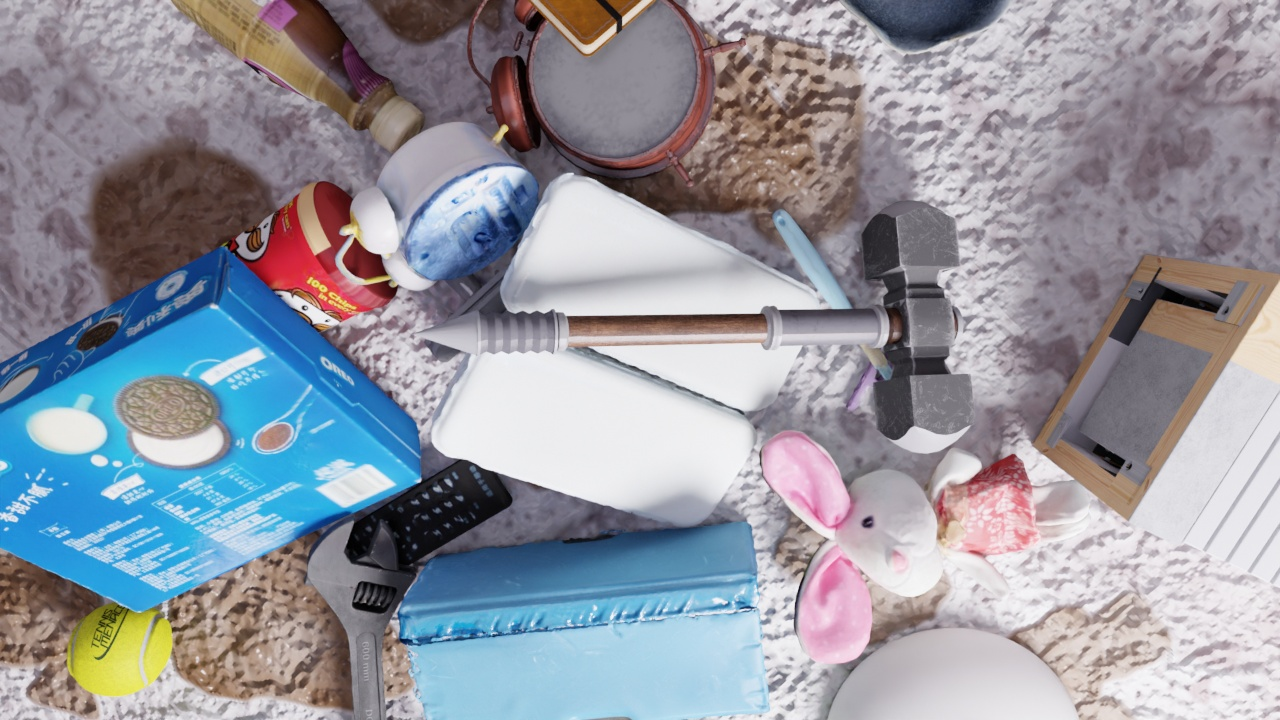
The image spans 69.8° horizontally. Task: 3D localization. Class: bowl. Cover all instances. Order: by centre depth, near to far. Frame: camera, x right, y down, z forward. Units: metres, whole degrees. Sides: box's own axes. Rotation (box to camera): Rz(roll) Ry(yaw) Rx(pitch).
[{"bbox_3d":[0.163,-0.235,0.537,0.110,0.055,0.110,1,101,3],"label":"bowl"},{"bbox_3d":[0.219,0.277,0.627,0.176,0.066,0.177,1,101,4],"label":"bowl"}]

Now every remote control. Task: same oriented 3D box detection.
[{"bbox_3d":[-0.161,0.116,0.648,0.150,0.022,0.047,-30,98,11],"label":"remote control"}]

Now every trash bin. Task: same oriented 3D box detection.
[{"bbox_3d":[0.397,0.060,0.532,0.247,0.142,0.142,25,102,-1],"label":"trash bin"}]

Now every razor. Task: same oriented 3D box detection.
[{"bbox_3d":[-0.132,-0.071,0.601,0.088,0.047,0.116,-40,88,10],"label":"razor"}]

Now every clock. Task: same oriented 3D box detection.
[{"bbox_3d":[-0.119,-0.084,0.534,0.125,0.089,0.052,-36,70,-7],"label":"clock"},{"bbox_3d":[-0.027,-0.174,0.554,0.157,0.072,0.121,21,101,-1],"label":"clock"}]

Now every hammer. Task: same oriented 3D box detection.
[{"bbox_3d":[0.039,-0.018,0.526,0.322,0.043,0.156,-2,84,-15],"label":"hammer"}]

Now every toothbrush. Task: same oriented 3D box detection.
[{"bbox_3d":[0.132,-0.033,0.590,0.022,0.016,0.155,-35,89,29],"label":"toothbrush"}]

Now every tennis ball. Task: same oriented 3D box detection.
[{"bbox_3d":[-0.371,0.205,0.656,0.065,0.065,0.065,1,101,4],"label":"tennis ball"}]

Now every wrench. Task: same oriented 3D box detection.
[{"bbox_3d":[-0.195,0.233,0.656,0.073,0.018,0.273,-3,110,-18],"label":"wrench"}]

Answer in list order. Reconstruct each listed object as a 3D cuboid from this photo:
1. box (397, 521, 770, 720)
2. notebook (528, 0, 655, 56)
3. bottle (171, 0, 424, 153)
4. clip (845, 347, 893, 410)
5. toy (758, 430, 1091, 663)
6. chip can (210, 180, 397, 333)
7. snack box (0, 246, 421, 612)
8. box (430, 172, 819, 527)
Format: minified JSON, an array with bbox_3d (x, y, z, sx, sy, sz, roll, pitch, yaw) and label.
[{"bbox_3d":[-0.033,0.184,0.616,0.231,0.094,0.112,-7,102,4],"label":"box"},{"bbox_3d":[-0.062,-0.303,0.514,0.178,0.014,0.249,-43,85,-8],"label":"notebook"},{"bbox_3d":[-0.209,-0.193,0.570,0.166,0.059,0.060,39,101,-5],"label":"bottle"},{"bbox_3d":[0.160,0.018,0.609,0.043,0.014,0.051,40,103,-4],"label":"clip"},{"bbox_3d":[0.182,0.109,0.589,0.194,0.084,0.159,-9,98,7],"label":"toy"},{"bbox_3d":[-0.270,-0.028,0.594,0.213,0.087,0.087,-27,98,10],"label":"chip can"},{"bbox_3d":[-0.290,0.057,0.572,0.239,0.056,0.195,-25,138,8],"label":"snack box"},{"bbox_3d":[-0.002,0.006,0.566,0.209,0.045,0.191,24,103,-28],"label":"box"}]
